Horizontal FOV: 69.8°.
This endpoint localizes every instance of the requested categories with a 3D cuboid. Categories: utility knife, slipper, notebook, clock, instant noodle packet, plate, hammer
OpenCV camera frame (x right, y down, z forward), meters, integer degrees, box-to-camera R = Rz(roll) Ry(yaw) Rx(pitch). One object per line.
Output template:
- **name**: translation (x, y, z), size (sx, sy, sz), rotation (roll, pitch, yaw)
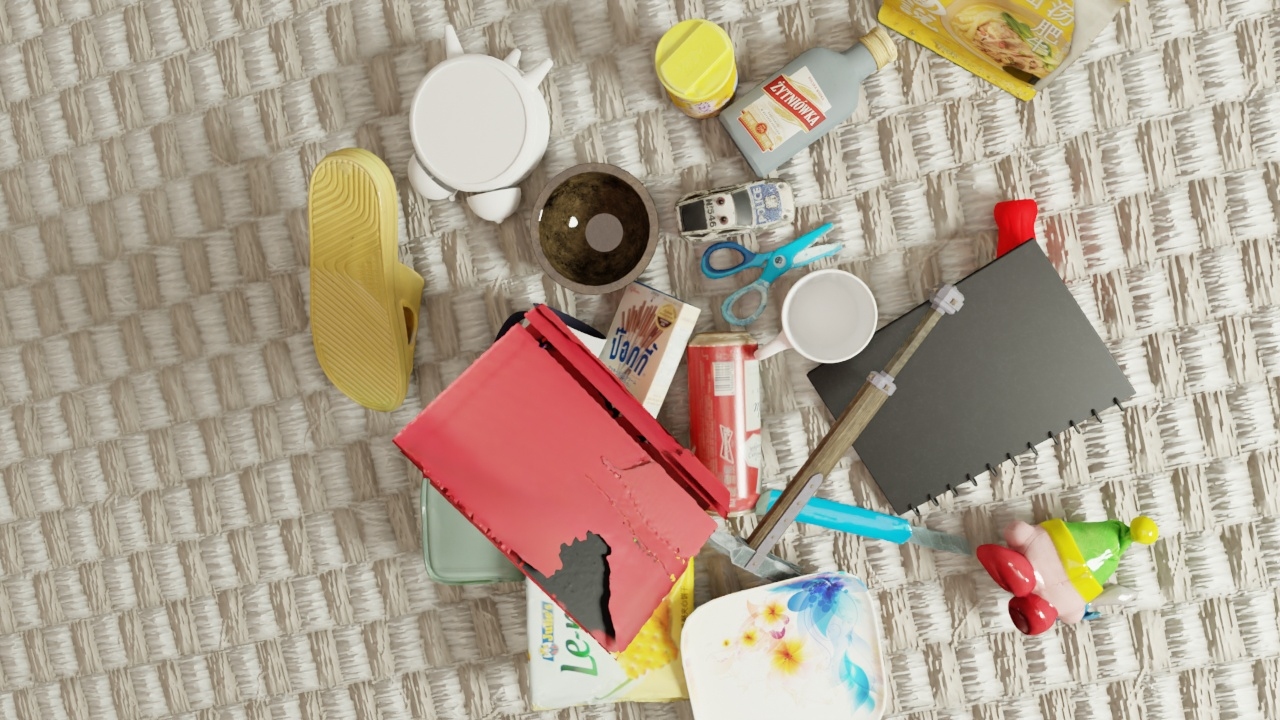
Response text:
- **utility knife**: translation (0.211, 0.156, 0.876), size (0.209, 0.015, 0.031), rotation (13, 100, 11)
- **slipper**: translation (-0.266, -0.079, 0.899), size (0.099, 0.078, 0.264), rotation (9, 116, 10)
- **notebook**: translation (0.295, 0.024, 0.831), size (0.232, 0.019, 0.169), rotation (-33, 89, 21)
- **clock**: translation (-0.152, -0.223, 0.882), size (0.125, 0.072, 0.161), rotation (21, 104, 7)
- **instant noodle packet**: translation (0.281, -0.294, 0.726), size (0.163, 0.221, 0.084), rotation (33, 101, 6)
- **plate**: translation (0.136, 0.290, 0.869), size (0.187, 0.016, 0.187), rotation (-13, 105, -3)
- **hammer**: translation (0.181, 0.062, 0.823), size (0.147, 0.028, 0.317), rotation (30, 100, -26)

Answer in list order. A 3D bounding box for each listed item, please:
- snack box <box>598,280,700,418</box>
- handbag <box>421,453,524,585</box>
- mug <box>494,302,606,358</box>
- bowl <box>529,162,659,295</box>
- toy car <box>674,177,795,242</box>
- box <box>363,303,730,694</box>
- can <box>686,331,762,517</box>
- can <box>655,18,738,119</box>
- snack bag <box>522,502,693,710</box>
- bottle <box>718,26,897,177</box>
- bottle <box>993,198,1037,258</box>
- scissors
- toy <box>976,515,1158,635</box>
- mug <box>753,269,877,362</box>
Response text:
- **snack box**: translation (-0.005, 0.005, 0.872), size (0.082, 0.026, 0.150), rotation (30, 101, 45)
- **handbag**: translation (-0.156, 0.155, 0.907), size (0.106, 0.067, 0.122), rotation (-2, 96, 4)
- **mug**: translation (-0.100, -0.002, 0.888), size (0.112, 0.078, 0.097), rotation (32, 99, 34)
- **bowl**: translation (-0.039, -0.123, 0.872), size (0.121, 0.056, 0.121), rotation (1, 95, 9)
- **toy car**: translation (0.088, -0.141, 0.859), size (0.113, 0.040, 0.048), rotation (-10, 94, 9)
- **box**: translation (-0.036, 0.065, 0.689), size (0.211, 0.314, 0.124), rotation (46, 110, -4)
- **can**: translation (0.079, 0.058, 0.863), size (0.067, 0.067, 0.170), rotation (-1, 94, 9)
- **can**: translation (0.053, -0.258, 0.822), size (0.068, 0.105, 0.067), rotation (1, 94, 9)
- **snack bag**: translation (-0.030, 0.213, 0.883), size (0.159, 0.068, 0.247), rotation (-1, 95, -1)
- **bottle**: translation (0.156, -0.242, 0.837), size (0.161, 0.046, 0.072), rotation (-34, 89, 10)
- **bottle**: translation (0.340, -0.084, 0.826), size (0.036, 0.036, 0.119), rotation (-4, 94, 9)
- **scissors**: translation (0.123, -0.101, 0.872), size (0.141, 0.014, 0.090), rotation (-35, 87, 12)
- **toy**: translation (0.388, 0.187, 0.818), size (0.131, 0.097, 0.124), rotation (-31, 93, -12)
- **mug**: translation (0.154, -0.033, 0.833), size (0.114, 0.087, 0.081), rotation (-31, 89, 10)
